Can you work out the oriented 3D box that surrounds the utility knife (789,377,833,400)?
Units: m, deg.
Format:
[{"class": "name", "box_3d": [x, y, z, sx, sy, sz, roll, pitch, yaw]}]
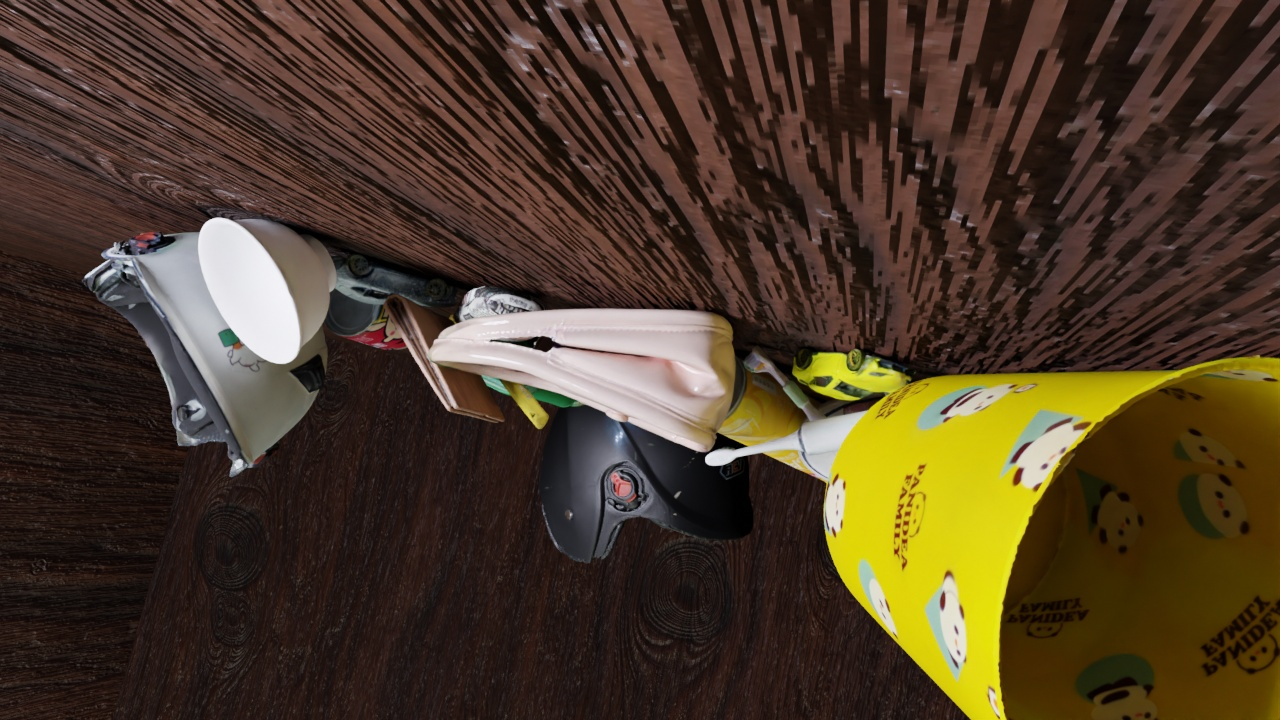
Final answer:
[{"class": "utility knife", "box_3d": [0.215, 0.039, 0.881, 0.156, 0.015, 0.033, 15, 169, -1]}]

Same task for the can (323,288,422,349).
[{"class": "can", "box_3d": [-0.263, -0.048, 0.913, 0.066, 0.066, 0.093, 12, 175, 17]}]

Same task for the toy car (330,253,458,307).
[{"class": "toy car", "box_3d": [-0.219, -0.065, 0.798, 0.120, 0.036, 0.054, 12, 175, -27]}]

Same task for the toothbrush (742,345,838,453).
[{"class": "toothbrush", "box_3d": [0.149, 0.063, 0.714, 0.189, 0.021, 0.029, 49, 162, 13]}]

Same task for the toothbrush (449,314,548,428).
[{"class": "toothbrush", "box_3d": [-0.130, 0.005, 0.814, 0.016, 0.016, 0.190, 20, -164, -42]}]

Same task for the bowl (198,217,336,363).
[{"class": "bowl", "box_3d": [-0.277, -0.064, 0.710, 0.118, 0.118, 0.064, 10, -147, 37]}]

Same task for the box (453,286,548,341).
[{"class": "box", "box_3d": [-0.120, -0.042, 0.783, 0.068, 0.052, 0.164, 0, 180, -21]}]

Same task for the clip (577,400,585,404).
[{"class": "clip", "box_3d": [-0.072, 0.009, 0.835, 0.035, 0.102, 0.095, 12, -149, 32]}]

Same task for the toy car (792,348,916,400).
[{"class": "toy car", "box_3d": [0.151, 0.011, 0.664, 0.048, 0.032, 0.105, 16, 173, -25]}]

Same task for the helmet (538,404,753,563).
[{"class": "helmet", "box_3d": [0.012, 0.119, 1.102, 0.275, 0.230, 0.233, 12, -171, 33]}]

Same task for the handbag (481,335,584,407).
[{"class": "handbag", "box_3d": [-0.112, 0.001, 0.916, 0.120, 0.068, 0.131, 25, -179, 27]}]

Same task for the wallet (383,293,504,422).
[{"class": "wallet", "box_3d": [-0.163, 0.001, 0.780, 0.115, 0.020, 0.101, 58, -173, 17]}]

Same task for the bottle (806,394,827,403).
[{"class": "bottle", "box_3d": [0.203, 0.064, 1.002, 0.194, 0.044, 0.080, 13, 161, -37]}]

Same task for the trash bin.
[{"class": "trash bin", "box_3d": [0.234, 0.107, 0.507, 0.229, 0.229, 0.255, 14, 180, -10]}]

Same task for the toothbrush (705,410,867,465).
[{"class": "toothbrush", "box_3d": [0.153, 0.054, 0.687, 0.221, 0.027, 0.026, -13, -173, 21]}]

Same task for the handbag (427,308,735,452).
[{"class": "handbag", "box_3d": [-0.045, 0.006, 0.705, 0.234, 0.093, 0.193, 9, 173, 5]}]

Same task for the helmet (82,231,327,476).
[{"class": "helmet", "box_3d": [-0.380, -0.025, 0.859, 0.156, 0.230, 0.275, -35, -158, -33]}]

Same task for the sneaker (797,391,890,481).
[{"class": "sneaker", "box_3d": [0.224, 0.072, 0.729, 0.242, 0.118, 0.087, 2, -173, 38]}]

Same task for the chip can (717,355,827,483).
[{"class": "chip can", "box_3d": [0.138, 0.061, 0.862, 0.213, 0.072, 0.072, 26, 168, -39]}]
